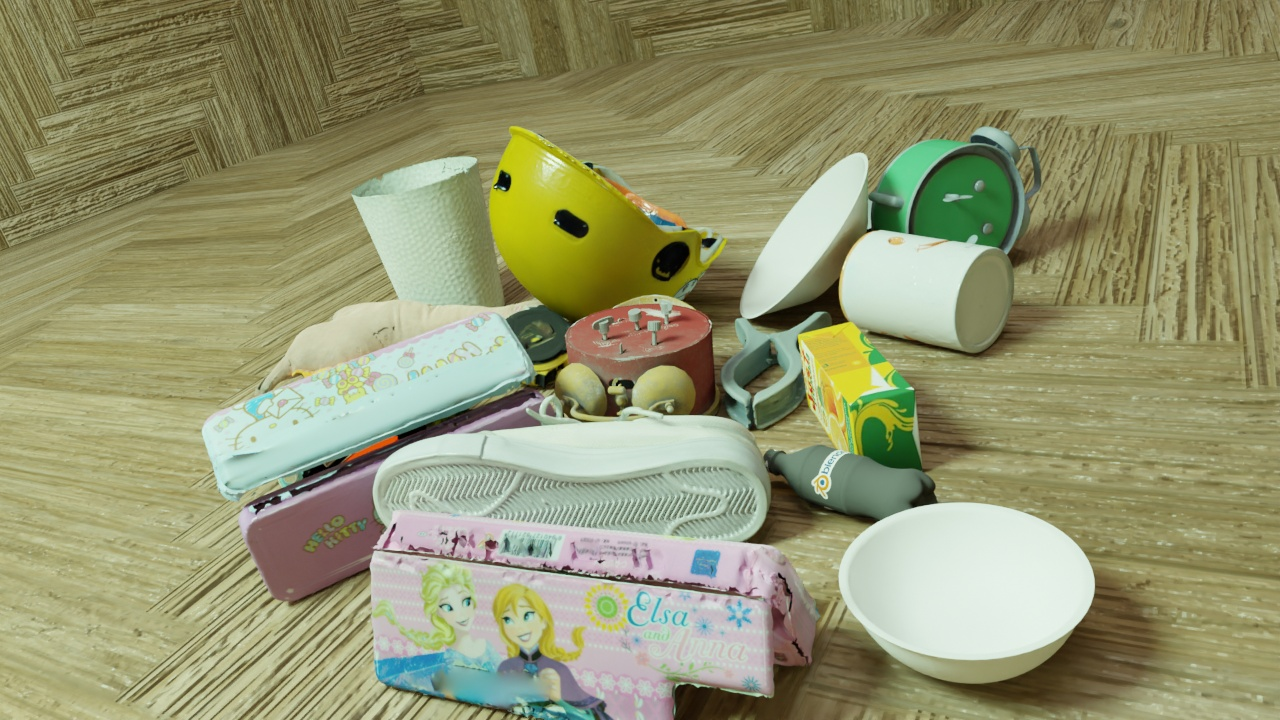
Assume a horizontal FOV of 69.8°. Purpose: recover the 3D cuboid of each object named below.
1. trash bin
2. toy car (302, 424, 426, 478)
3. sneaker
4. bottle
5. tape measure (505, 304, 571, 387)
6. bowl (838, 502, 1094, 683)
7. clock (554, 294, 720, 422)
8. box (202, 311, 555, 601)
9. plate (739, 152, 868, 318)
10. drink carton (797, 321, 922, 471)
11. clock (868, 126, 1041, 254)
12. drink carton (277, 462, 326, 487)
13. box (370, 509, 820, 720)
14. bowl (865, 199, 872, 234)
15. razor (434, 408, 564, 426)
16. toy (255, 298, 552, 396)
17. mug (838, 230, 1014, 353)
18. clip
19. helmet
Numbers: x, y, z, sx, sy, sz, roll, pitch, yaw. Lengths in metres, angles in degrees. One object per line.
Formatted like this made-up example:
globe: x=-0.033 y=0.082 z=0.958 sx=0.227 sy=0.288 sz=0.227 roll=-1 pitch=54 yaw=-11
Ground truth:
trash bin: x=-0.217 y=-0.121 z=0.984 sx=0.133 sy=0.161 sz=0.133 roll=-11 pitch=25 yaw=5
toy car: x=-0.197 y=0.080 z=0.676 sx=0.051 sy=0.049 sz=0.100 roll=0 pitch=28 yaw=25
sneaker: x=-0.041 y=0.073 z=0.578 sx=0.242 sy=0.089 sz=0.090 roll=-3 pitch=21 yaw=6
bottle: x=0.120 y=0.072 z=0.546 sx=0.110 sy=0.036 sz=0.036 roll=13 pitch=35 yaw=44
tape measure: x=-0.090 y=-0.012 z=0.805 sx=0.071 sy=0.042 sz=0.072 roll=40 pitch=61 yaw=16
bowl: x=0.151 y=0.115 z=0.430 sx=0.110 sy=0.040 sz=0.109 roll=-11 pitch=24 yaw=5
clock: x=-0.004 y=0.004 z=0.683 sx=0.117 sy=0.081 sz=0.158 roll=2 pitch=24 yaw=16
box: x=-0.164 y=0.056 z=0.609 sx=0.213 sy=0.140 sz=0.062 roll=-23 pitch=-2 yaw=-20
plate: x=0.156 y=-0.100 z=0.815 sx=0.174 sy=0.036 sz=0.173 roll=-53 pitch=12 yaw=16
drink carton: x=0.143 y=0.024 z=0.611 sx=0.041 sy=0.058 sz=0.122 roll=-13 pitch=24 yaw=-1
clock: x=0.287 y=-0.138 z=0.806 sx=0.161 sy=0.122 sz=0.075 roll=-27 pitch=26 yaw=-11
drink carton: x=-0.287 y=0.069 z=0.752 sx=0.038 sy=0.044 sz=0.129 roll=-23 pitch=25 yaw=-21
box: x=-0.036 y=0.136 z=0.458 sx=0.231 sy=0.085 sz=0.090 roll=0 pitch=56 yaw=27
bowl: x=0.205 y=-0.124 z=0.917 sx=0.114 sy=0.045 sz=0.114 roll=-11 pitch=24 yaw=5
razor: x=-0.111 y=0.044 z=0.746 sx=0.106 sy=0.026 sz=0.042 roll=0 pitch=25 yaw=19
toy: x=-0.214 y=-0.010 z=0.882 sx=0.265 sy=0.065 sz=0.195 roll=6 pitch=39 yaw=23
mug: x=0.222 y=-0.055 z=0.715 sx=0.082 sy=0.082 sz=0.105 roll=-29 pitch=30 yaw=-31
clip: x=0.092 y=0.003 z=0.722 sx=0.090 sy=0.027 sz=0.161 roll=2 pitch=27 yaw=27
helmet: x=-0.052 y=-0.105 z=0.837 sx=0.209 sy=0.140 sz=0.239 roll=35 pitch=12 yaw=25
